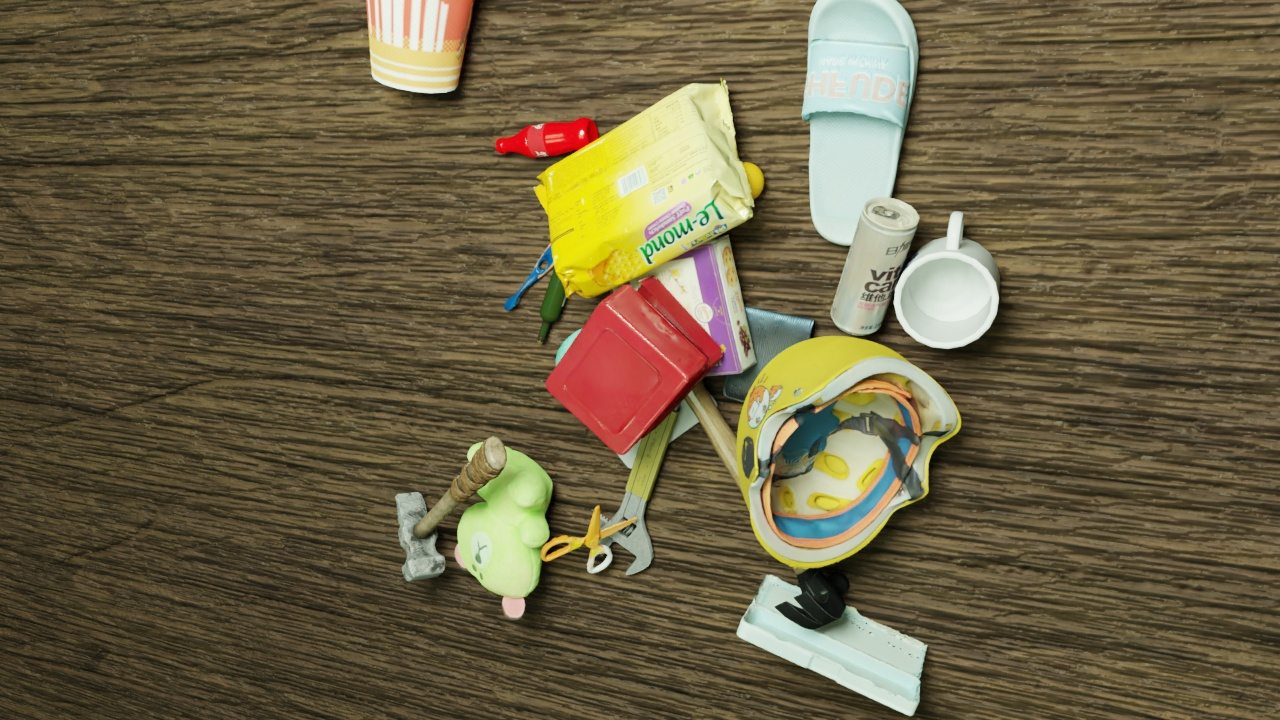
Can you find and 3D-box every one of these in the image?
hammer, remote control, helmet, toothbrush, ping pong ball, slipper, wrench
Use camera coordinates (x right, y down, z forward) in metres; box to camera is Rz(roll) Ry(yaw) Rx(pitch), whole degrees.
[{"bbox_3d":[-0.233,0.171,1.122,0.320,0.048,0.121,-43,56,49],"label":"hammer"},{"bbox_3d":[0.026,0.076,1.085,0.147,0.008,0.045,-38,90,27],"label":"remote control"},{"bbox_3d":[0.129,0.151,1.013,0.040,0.132,0.305,-34,85,26],"label":"hammer"},{"bbox_3d":[0.185,0.077,0.935,0.209,0.139,0.240,11,118,-24],"label":"helmet"},{"bbox_3d":[-0.119,-0.107,1.085,0.021,0.017,0.135,44,115,0],"label":"toothbrush"},{"bbox_3d":[0.108,-0.185,0.951,0.040,0.040,0.040,7,109,20],"label":"ping pong ball"},{"bbox_3d":[0.205,-0.229,0.879,0.104,0.074,0.246,7,110,20],"label":"slipper"},{"bbox_3d":[0.005,0.145,1.102,0.083,0.018,0.274,23,117,9],"label":"wrench"}]

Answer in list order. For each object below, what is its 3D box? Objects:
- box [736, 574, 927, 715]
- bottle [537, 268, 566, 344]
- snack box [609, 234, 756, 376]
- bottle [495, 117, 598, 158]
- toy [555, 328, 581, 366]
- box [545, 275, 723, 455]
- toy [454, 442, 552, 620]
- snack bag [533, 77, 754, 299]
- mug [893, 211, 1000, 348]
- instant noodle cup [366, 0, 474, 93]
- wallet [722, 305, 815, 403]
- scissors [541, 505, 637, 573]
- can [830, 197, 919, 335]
[{"bbox_3d":[0.212,0.310,1.011,0.197,0.134,0.041,22,105,15],"label":"box"},{"bbox_3d":[-0.104,-0.066,1.084,0.025,0.025,0.106,27,115,12],"label":"bottle"},{"bbox_3d":[0.042,-0.054,1.004,0.148,0.040,0.143,-5,105,36],"label":"snack box"},{"bbox_3d":[-0.107,-0.245,1.022,0.119,0.036,0.036,-1,106,23],"label":"bottle"},{"bbox_3d":[-0.058,0.008,1.088,0.085,0.033,0.105,-1,105,11],"label":"toy"},{"bbox_3d":[-0.010,0.008,0.982,0.129,0.092,0.158,43,128,6],"label":"box"},{"bbox_3d":[-0.166,0.205,1.156,0.150,0.107,0.197,33,127,31],"label":"toy"},{"bbox_3d":[-0.005,-0.174,0.947,0.248,0.068,0.159,-25,63,27],"label":"snack bag"},{"bbox_3d":[0.297,-0.081,0.878,0.091,0.090,0.121,9,109,20],"label":"mug"},{"bbox_3d":[-0.242,-0.366,1.000,0.123,0.123,0.121,21,121,15],"label":"instant noodle cup"},{"bbox_3d":[0.139,0.001,1.006,0.089,0.026,0.115,12,111,20],"label":"wallet"},{"bbox_3d":[-0.058,0.222,1.116,0.125,0.011,0.128,-25,135,3],"label":"scissors"},{"bbox_3d":[0.228,-0.089,0.901,0.054,0.054,0.136,22,135,15],"label":"can"}]
